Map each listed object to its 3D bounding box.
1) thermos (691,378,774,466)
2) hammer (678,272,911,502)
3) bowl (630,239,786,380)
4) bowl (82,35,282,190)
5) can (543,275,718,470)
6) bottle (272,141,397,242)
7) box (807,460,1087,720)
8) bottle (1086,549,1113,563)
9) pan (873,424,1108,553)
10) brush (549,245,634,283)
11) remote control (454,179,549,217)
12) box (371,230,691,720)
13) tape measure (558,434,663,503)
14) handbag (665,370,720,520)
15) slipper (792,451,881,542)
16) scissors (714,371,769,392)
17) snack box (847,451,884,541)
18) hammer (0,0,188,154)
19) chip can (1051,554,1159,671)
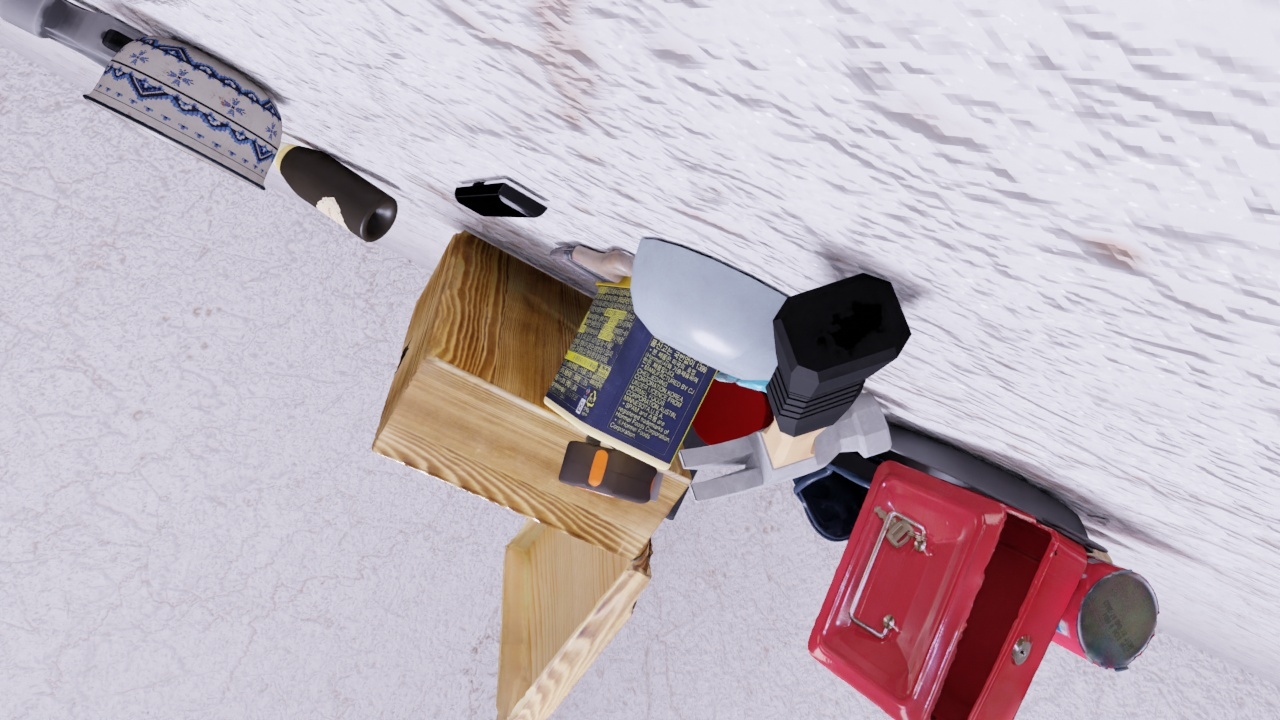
[{"bbox_3d":[0.115,0.082,0.981,0.084,0.108,0.198,8,171,21],"label":"thermos"},{"bbox_3d":[0.081,0.026,0.459,0.131,0.039,0.328,-18,166,1],"label":"hammer"},{"bbox_3d":[0.038,-0.019,0.464,0.106,0.039,0.106,27,178,1],"label":"bowl"},{"bbox_3d":[-0.286,-0.165,0.593,0.115,0.059,0.115,27,178,1],"label":"bowl"},{"bbox_3d":[-0.004,0.004,0.620,0.075,0.104,0.135,27,178,-19],"label":"can"},{"bbox_3d":[-0.300,-0.171,0.816,0.184,0.045,0.045,34,179,13],"label":"bottle"},{"bbox_3d":[0.204,0.163,0.623,0.097,0.157,0.130,22,-178,-32],"label":"box"},{"bbox_3d":[0.347,0.161,0.819,0.059,0.059,0.167,27,-174,-13],"label":"bottle"},{"bbox_3d":[0.225,0.080,0.760,0.216,0.024,0.355,28,177,-30],"label":"pan"},{"bbox_3d":[-0.028,-0.062,0.591,0.039,0.012,0.151,28,177,-19],"label":"brush"},{"bbox_3d":[-0.084,-0.093,0.535,0.028,0.012,0.124,28,177,-24],"label":"remote control"},{"bbox_3d":[-0.123,0.120,0.856,0.286,0.337,0.278,25,-159,-17],"label":"box"},{"bbox_3d":[-0.024,0.073,0.631,0.059,0.038,0.058,8,168,34],"label":"tape measure"},{"bbox_3d":[0.035,0.075,0.974,0.072,0.175,0.196,26,174,9],"label":"handbag"},{"bbox_3d":[0.173,0.117,0.821,0.109,0.083,0.265,24,180,-6],"label":"slipper"},{"bbox_3d":[0.066,0.009,0.726,0.142,0.015,0.095,12,-170,-16],"label":"scissors"},{"bbox_3d":[0.286,0.166,0.979,0.155,0.069,0.202,27,-171,-2],"label":"snack box"},{"bbox_3d":[-0.398,-0.213,0.773,0.169,0.034,0.325,26,172,-18],"label":"hammer"},{"bbox_3d":[0.288,0.164,0.715,0.073,0.073,0.233,27,177,-15],"label":"chip can"}]
